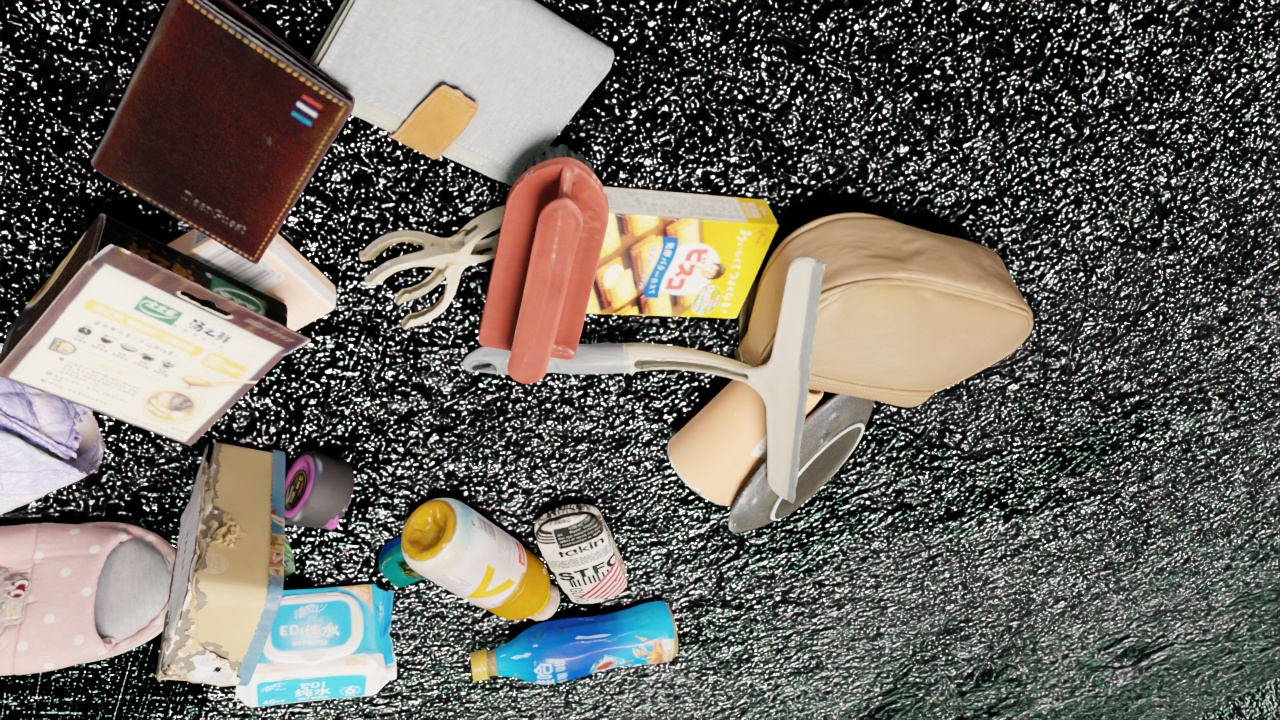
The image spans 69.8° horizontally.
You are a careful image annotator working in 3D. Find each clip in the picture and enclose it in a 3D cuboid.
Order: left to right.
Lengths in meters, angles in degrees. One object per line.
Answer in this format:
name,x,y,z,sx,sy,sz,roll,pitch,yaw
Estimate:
clip,-0.123,-0.056,0.585,0.103,0.035,0.093,-13,136,-17

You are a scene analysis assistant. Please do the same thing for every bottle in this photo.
bottle,-0.135,0.187,0.823,0.068,0.068,0.189,-28,139,11
bottle,-0.071,0.307,0.984,0.218,0.065,0.065,-7,138,-11

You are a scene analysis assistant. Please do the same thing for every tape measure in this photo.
tape measure,-0.243,0.099,0.694,0.058,0.057,0.039,-21,147,40
tape measure,-0.207,0.180,0.824,0.058,0.025,0.054,-22,140,4

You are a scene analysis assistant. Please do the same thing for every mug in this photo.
mug,0.088,0.050,0.747,0.078,0.078,0.123,18,124,-34

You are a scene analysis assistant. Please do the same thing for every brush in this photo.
brush,-0.055,-0.054,0.538,0.063,0.069,0.146,9,134,-11

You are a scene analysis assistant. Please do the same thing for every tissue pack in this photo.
tissue pack,-0.292,0.252,0.824,0.140,0.090,0.063,2,136,-20

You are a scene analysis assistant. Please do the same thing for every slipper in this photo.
slipper,-0.472,0.170,0.656,0.274,0.114,0.054,-4,150,-6

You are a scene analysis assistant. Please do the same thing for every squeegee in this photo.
squeegee,-0.004,0.004,0.651,0.247,0.039,0.247,5,138,9

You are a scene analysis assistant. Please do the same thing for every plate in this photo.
plate,0.146,0.090,0.785,0.179,0.024,0.180,-35,154,-20

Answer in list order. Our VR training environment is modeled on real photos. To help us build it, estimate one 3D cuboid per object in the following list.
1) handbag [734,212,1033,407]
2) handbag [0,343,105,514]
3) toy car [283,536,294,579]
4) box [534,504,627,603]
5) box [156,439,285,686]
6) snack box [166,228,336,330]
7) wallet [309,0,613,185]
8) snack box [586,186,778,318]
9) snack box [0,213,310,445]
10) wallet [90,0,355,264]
handbag,0.172,-0.035,0.665,0.204,0.099,0.148,10,140,-29
handbag,-0.458,0.061,0.563,0.194,0.075,0.134,-23,140,8
toy car,-0.333,0.169,0.757,0.091,0.036,0.043,-14,141,-5
box,-0.053,0.190,0.867,0.071,0.057,0.164,-32,140,-9
box,-0.285,0.130,0.632,0.059,0.184,0.090,18,114,-26
snack box,-0.278,-0.028,0.563,0.157,0.026,0.084,-26,138,10
wallet,-0.095,-0.151,0.483,0.129,0.037,0.107,21,126,-36
snack box,0.013,-0.070,0.615,0.140,0.033,0.087,0,137,-21
snack box,-0.271,-0.016,0.517,0.126,0.053,0.113,-38,135,21
wallet,-0.215,-0.117,0.471,0.096,0.020,0.123,36,121,-17
